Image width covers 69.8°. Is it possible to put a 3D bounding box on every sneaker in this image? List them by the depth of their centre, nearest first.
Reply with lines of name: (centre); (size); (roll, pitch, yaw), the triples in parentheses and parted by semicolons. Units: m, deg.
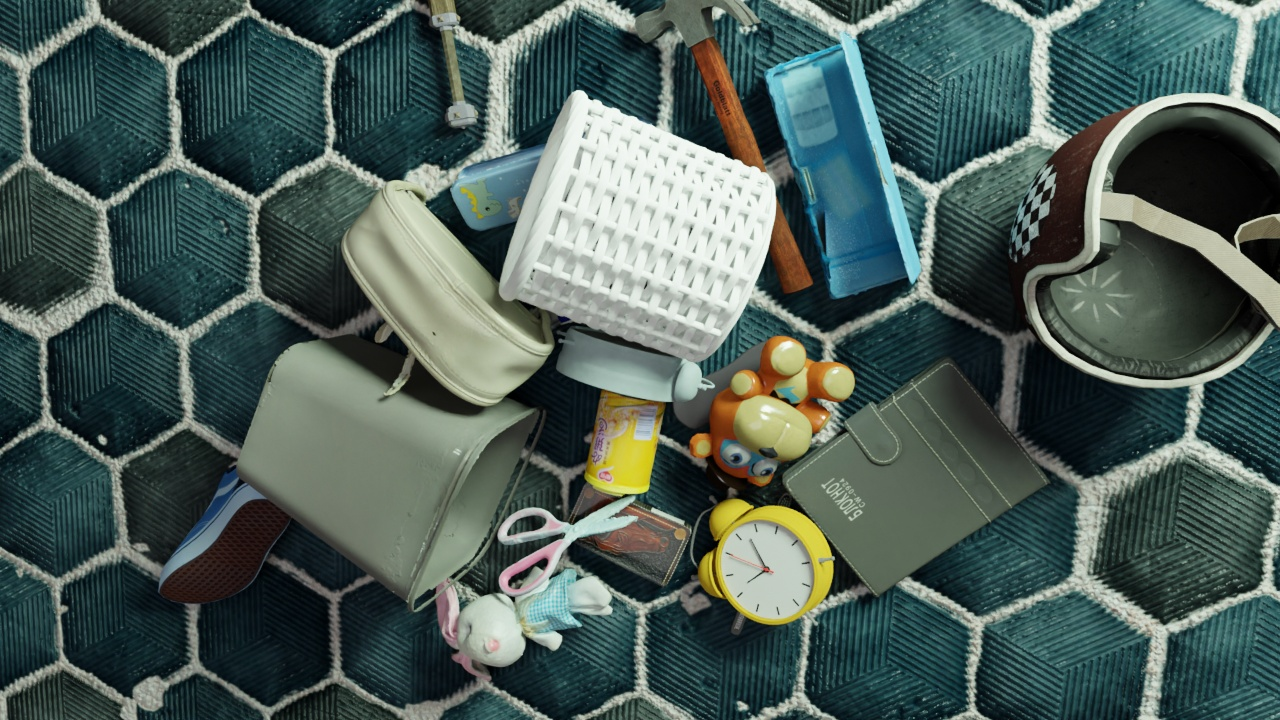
sneaker: (-0.449, 0.180, 1.016); (0.083, 0.098, 0.242); (28, 123, -34)

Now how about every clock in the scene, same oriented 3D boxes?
clock: (-0.005, 0.005, 0.891); (0.159, 0.122, 0.045); (13, 96, -8)
clock: (0.119, 0.202, 0.925); (0.152, 0.052, 0.113); (17, 102, 28)

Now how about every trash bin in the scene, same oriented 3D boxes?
trash bin: (-0.248, 0.093, 0.908); (0.220, 0.197, 0.198); (27, 103, 9)

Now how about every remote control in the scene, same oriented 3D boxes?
remote control: (0.089, 0.027, 0.935); (0.124, 0.009, 0.046); (-31, 94, 11)

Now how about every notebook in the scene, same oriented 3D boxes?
notebook: (0.269, 0.117, 0.918); (0.209, 0.029, 0.169); (-39, 93, 10)

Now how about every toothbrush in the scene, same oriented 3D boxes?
toothbrush: (0.126, 0.214, 0.960); (0.013, 0.013, 0.167); (19, 104, 4)

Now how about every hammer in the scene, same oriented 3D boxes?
hammer: (0.098, -0.205, 0.874); (0.111, 0.028, 0.301); (-14, 104, 41)
hammer: (-0.198, -0.389, 0.900); (0.147, 0.028, 0.317); (-8, 98, 10)

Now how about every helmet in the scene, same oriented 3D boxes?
helmet: (0.431, -0.089, 0.744); (0.233, 0.254, 0.233); (7, 75, 1)

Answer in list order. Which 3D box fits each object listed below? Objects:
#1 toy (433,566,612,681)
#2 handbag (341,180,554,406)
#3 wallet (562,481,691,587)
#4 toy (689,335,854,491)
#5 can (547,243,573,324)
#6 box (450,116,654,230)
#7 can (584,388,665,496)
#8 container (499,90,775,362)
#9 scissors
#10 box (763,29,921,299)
toy: (-0.125, 0.280, 0.959); (0.205, 0.105, 0.131); (-16, 99, 12)
handbag: (-0.193, -0.058, 0.876); (0.132, 0.183, 0.229); (-43, 92, 16)
wallet: (-0.014, 0.182, 0.970); (0.123, 0.019, 0.072); (25, 97, 3)
toy: (0.121, 0.055, 0.892); (0.112, 0.096, 0.176); (24, 126, -20)
can: (-0.082, -0.085, 0.930); (0.032, 0.032, 0.095); (-19, 96, 10)
box: (-0.083, -0.181, 0.900); (0.210, 0.064, 0.069); (-14, 99, 10)
can: (-0.015, 0.079, 0.929); (0.068, 0.067, 0.105); (12, 100, 6)
container: (-0.006, -0.113, 0.814); (0.186, 0.189, 0.189); (19, 101, -14)
scissors: (-0.078, 0.166, 0.950); (0.179, 0.108, 0.016); (-33, 135, 12)
box: (0.189, -0.174, 0.839); (0.094, 0.110, 0.231); (-16, 96, 9)
